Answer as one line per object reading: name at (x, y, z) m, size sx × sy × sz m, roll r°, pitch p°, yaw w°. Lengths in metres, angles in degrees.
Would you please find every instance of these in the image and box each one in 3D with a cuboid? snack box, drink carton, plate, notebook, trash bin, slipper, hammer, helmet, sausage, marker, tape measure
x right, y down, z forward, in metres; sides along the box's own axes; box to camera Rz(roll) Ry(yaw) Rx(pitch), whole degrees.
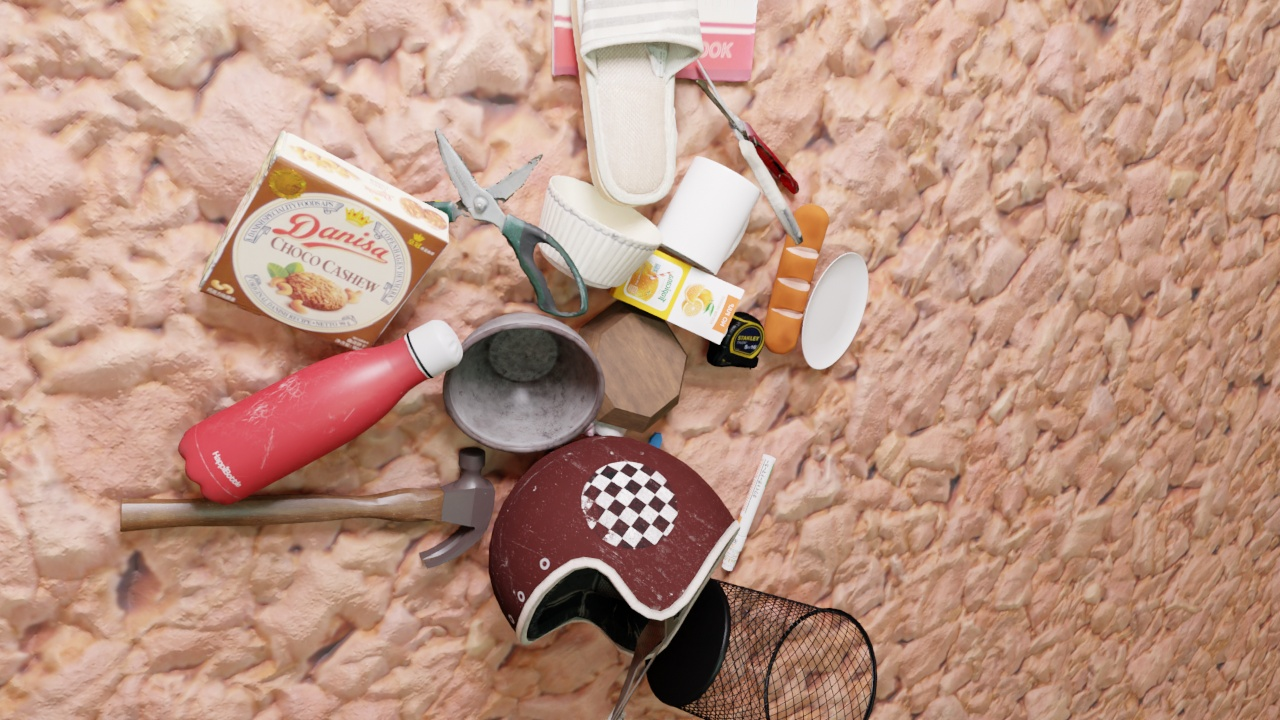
snack box at (-0.252, -0.087, 0.737) m, size 0.143 × 0.041 × 0.147 m, roll 26°, pitch 122°, yaw -31°
drink carton at (0.038, -0.066, 0.904) m, size 0.122 × 0.040 × 0.058 m, roll 24°, pitch 95°, yaw -10°
plate at (0.214, -0.056, 1.023) m, size 0.134 × 0.011 × 0.135 m, roll -27°, pitch 128°, yaw -41°
notebook at (0.018, -0.335, 0.837) m, size 0.208 × 0.012 × 0.153 m, roll -7°, pitch 112°, yaw -25°
trash bin at (0.131, 0.349, 1.060) m, size 0.210 × 0.184 × 0.184 m, roll 27°, pitch 95°, yaw -27°
plate at (-0.006, 0.006, 0.913) m, size 0.131 × 0.025 × 0.131 m, roll 3°, pitch 84°, yaw -26°
slipper at (-0.003, -0.271, 0.802) m, size 0.114 × 0.054 × 0.273 m, roll -4°, pitch 105°, yaw -21°
hammer at (-0.292, 0.137, 0.841) m, size 0.322 × 0.033 × 0.115 m, roll 3°, pitch 105°, yaw -28°
helmet at (-0.021, 0.202, 0.879) m, size 0.233 × 0.253 × 0.234 m, roll -51°, pitch 166°, yaw -25°
sausage at (0.165, -0.087, 0.986) m, size 0.039 × 0.044 × 0.164 m, roll 12°, pitch 104°, yaw -4°
marker at (0.127, 0.180, 1.082) m, size 0.017 × 0.017 × 0.145 m, roll 13°, pitch 102°, yaw -31°
tape measure at (0.103, -0.022, 0.984) m, size 0.061 × 0.034 × 0.061 m, roll 5°, pitch 110°, yaw -38°

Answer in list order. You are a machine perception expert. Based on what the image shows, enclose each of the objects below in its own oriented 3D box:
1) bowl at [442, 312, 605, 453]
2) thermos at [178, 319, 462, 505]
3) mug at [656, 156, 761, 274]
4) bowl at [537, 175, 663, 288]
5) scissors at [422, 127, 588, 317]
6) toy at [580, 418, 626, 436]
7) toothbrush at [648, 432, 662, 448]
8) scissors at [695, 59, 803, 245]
bowl at (-0.108, 0.010, 0.852) m, size 0.145 × 0.067 × 0.145 m, roll -4°, pitch 125°, yaw -6°
thermos at (-0.261, 0.036, 0.769) m, size 0.240 × 0.073 × 0.073 m, roll -28°, pitch 119°, yaw -2°
mug at (0.073, -0.137, 0.911) m, size 0.110 × 0.074 × 0.090 m, roll 23°, pitch 98°, yaw -58°
bowl at (-0.044, -0.112, 0.835) m, size 0.115 × 0.115 × 0.063 m, roll 18°, pitch 115°, yaw -31°
scissors at (-0.148, -0.095, 0.783) m, size 0.205 × 0.015 × 0.202 m, roll -22°, pitch 119°, yaw 16°
toy at (-0.030, 0.042, 0.935) m, size 0.122 × 0.038 × 0.079 m, roll -23°, pitch 110°, yaw -32°
toothbrush at (-0.006, 0.158, 1.007) m, size 0.016 × 0.014 × 0.167 m, roll 14°, pitch 101°, yaw -31°
scissors at (0.114, -0.195, 0.889) m, size 0.015 × 0.179 × 0.198 m, roll -28°, pitch 159°, yaw 25°
